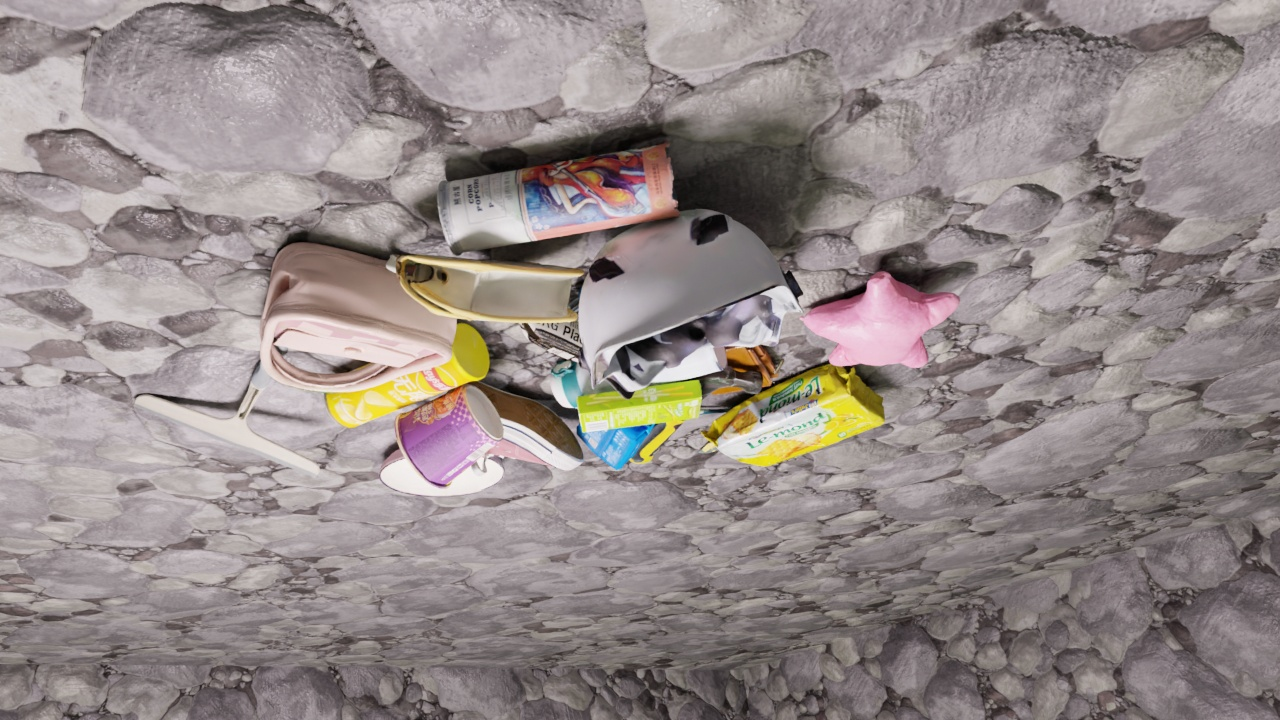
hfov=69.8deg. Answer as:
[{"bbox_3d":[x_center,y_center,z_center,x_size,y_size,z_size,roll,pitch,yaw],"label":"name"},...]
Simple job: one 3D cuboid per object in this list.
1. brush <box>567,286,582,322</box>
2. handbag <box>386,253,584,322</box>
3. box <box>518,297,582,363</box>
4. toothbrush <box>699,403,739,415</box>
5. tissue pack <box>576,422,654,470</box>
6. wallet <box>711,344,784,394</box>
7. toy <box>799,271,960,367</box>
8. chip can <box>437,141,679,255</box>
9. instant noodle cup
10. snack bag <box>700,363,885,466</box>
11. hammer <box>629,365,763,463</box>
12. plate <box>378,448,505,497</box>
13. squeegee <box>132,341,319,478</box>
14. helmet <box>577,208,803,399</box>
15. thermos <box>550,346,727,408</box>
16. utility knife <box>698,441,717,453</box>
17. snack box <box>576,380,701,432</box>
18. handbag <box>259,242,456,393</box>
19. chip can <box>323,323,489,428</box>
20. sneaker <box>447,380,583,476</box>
[{"bbox_3d":[-0.013,-0.056,1.062,0.143,0.055,0.074,22,130,-42],"label":"brush"},{"bbox_3d":[-0.168,-0.077,0.929,0.179,0.063,0.163,14,-171,35],"label":"handbag"},{"bbox_3d":[-0.081,-0.032,1.084,0.164,0.074,0.064,26,167,-41],"label":"box"},{"bbox_3d":[0.072,0.074,1.369,0.191,0.016,0.018,-2,142,-10],"label":"toothbrush"},{"bbox_3d":[-0.036,0.093,1.302,0.052,0.095,0.157,-39,168,-31],"label":"tissue pack"},{"bbox_3d":[0.126,0.007,1.228,0.119,0.035,0.130,-14,152,18],"label":"wallet"},{"bbox_3d":[0.286,-0.048,1.123,0.178,0.074,0.195,4,149,3],"label":"toy"},{"bbox_3d":[-0.073,-0.149,0.851,0.215,0.071,0.071,-9,152,4],"label":"chip can"},{"bbox_3d":[-0.232,0.087,1.137,0.099,0.111,0.111,-33,147,10],"label":"instant noodle cup"},{"bbox_3d":[0.229,0.083,1.352,0.247,0.068,0.158,-25,149,25],"label":"snack bag"},{"bbox_3d":[0.047,0.081,1.312,0.126,0.031,0.324,10,152,-18],"label":"hammer"},{"bbox_3d":[-0.308,0.164,1.431,0.192,0.039,0.193,-5,153,-3],"label":"plate"},{"bbox_3d":[-0.481,0.033,1.149,0.246,0.039,0.247,27,135,-20],"label":"squeegee"},{"bbox_3d":[0.036,-0.072,0.922,0.229,0.146,0.258,-21,167,6],"label":"helmet"},{"bbox_3d":[-0.007,0.007,1.169,0.225,0.073,0.073,-16,151,18],"label":"thermos"},{"bbox_3d":[0.140,0.119,1.474,0.031,0.018,0.152,2,147,-28],"label":"utility knife"},{"bbox_3d":[-0.001,0.060,1.176,0.156,0.026,0.086,-7,160,-1],"label":"snack box"},{"bbox_3d":[-0.331,-0.024,1.018,0.193,0.093,0.235,15,147,-33],"label":"handbag"},{"bbox_3d":[-0.290,0.021,1.129,0.214,0.072,0.072,-20,150,24],"label":"chip can"},{"bbox_3d":[-0.185,0.104,1.276,0.088,0.118,0.241,-41,134,22],"label":"sneaker"}]
